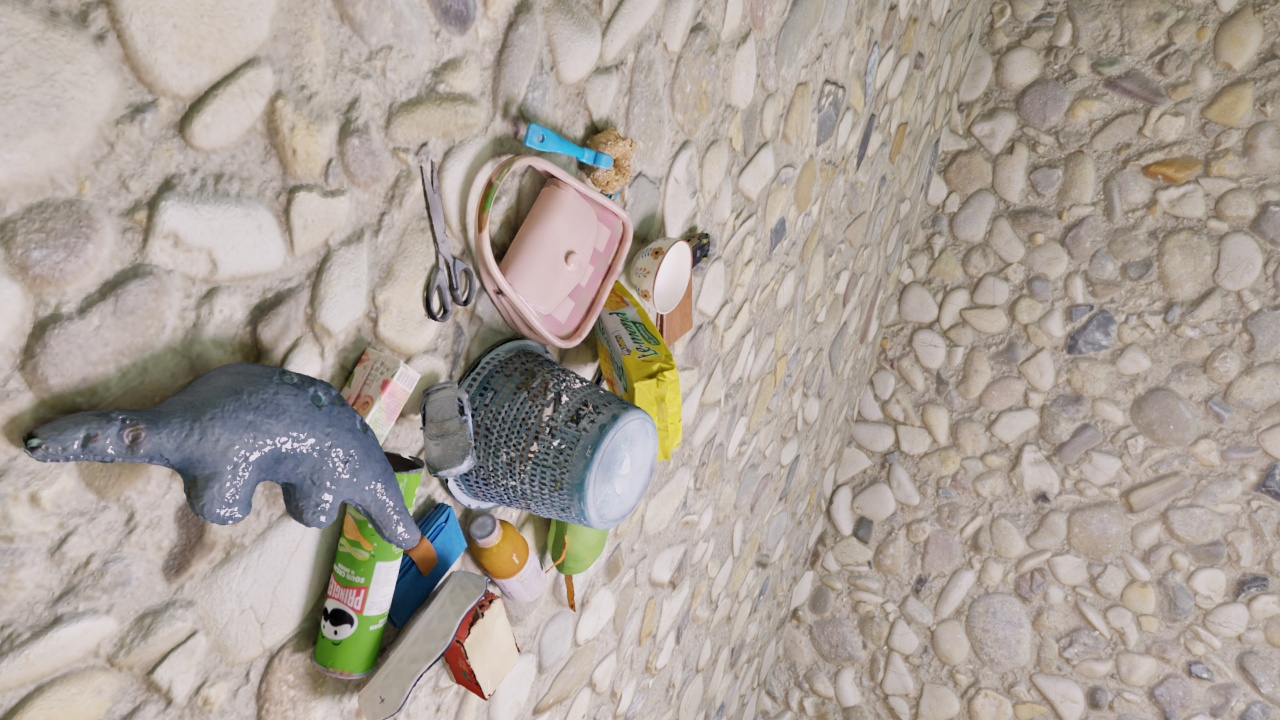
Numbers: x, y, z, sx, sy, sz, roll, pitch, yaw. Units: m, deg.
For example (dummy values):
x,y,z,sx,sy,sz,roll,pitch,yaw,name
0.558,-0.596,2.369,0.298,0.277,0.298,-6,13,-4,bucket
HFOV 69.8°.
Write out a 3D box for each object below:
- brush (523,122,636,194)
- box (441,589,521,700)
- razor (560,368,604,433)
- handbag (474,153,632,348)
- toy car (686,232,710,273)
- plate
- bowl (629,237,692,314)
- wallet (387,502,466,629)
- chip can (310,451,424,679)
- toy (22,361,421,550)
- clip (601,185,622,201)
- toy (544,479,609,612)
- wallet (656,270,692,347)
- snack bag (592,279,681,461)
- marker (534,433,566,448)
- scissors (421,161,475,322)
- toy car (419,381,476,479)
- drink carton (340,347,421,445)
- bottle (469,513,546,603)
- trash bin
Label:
x,y,z,sx,sy,sz,roll,pitch,yaw,name
-0.069,-0.249,1.097,0.254,0.046,0.083,-10,120,-68,brush
-0.213,0.377,1.230,0.091,0.079,0.169,-50,148,-36,box
-0.074,0.057,1.345,0.042,0.022,0.142,37,70,-30,razor
-0.117,-0.141,1.066,0.193,0.093,0.234,-64,146,-14,handbag
0.081,-0.172,1.472,0.090,0.035,0.042,-45,143,-41,toy car
-0.252,0.323,1.054,0.205,0.045,0.205,-51,-177,3,plate
0.024,-0.131,1.358,0.113,0.062,0.114,-41,142,-43,bowl
-0.261,0.242,1.091,0.132,0.040,0.106,-53,154,-33,wallet
-0.288,0.214,0.973,0.072,0.072,0.236,-2,109,-63,chip can
-0.314,0.074,0.777,0.356,0.092,0.137,26,71,-49,toy
-0.037,-0.229,1.224,0.056,0.014,0.041,-64,154,-15,clip
-0.090,0.239,1.351,0.226,0.090,0.247,-66,167,-54,toy
0.057,-0.083,1.510,0.101,0.020,0.115,-41,139,-48,wallet
-0.007,0.007,1.228,0.068,0.246,0.158,-15,133,-11,snack bag
-0.116,0.122,1.311,0.130,0.018,0.022,30,62,-65,marker
-0.205,-0.126,0.972,0.145,0.014,0.172,10,96,-63,scissors
-0.209,0.073,0.991,0.037,0.054,0.120,77,-3,-48,toy car
-0.274,0.051,0.908,0.122,0.053,0.045,-63,149,-15,drink carton
-0.180,0.262,1.227,0.067,0.068,0.190,-57,152,-26,bottle
-0.095,0.105,1.114,0.225,0.195,0.227,-34,133,-47,trash bin
